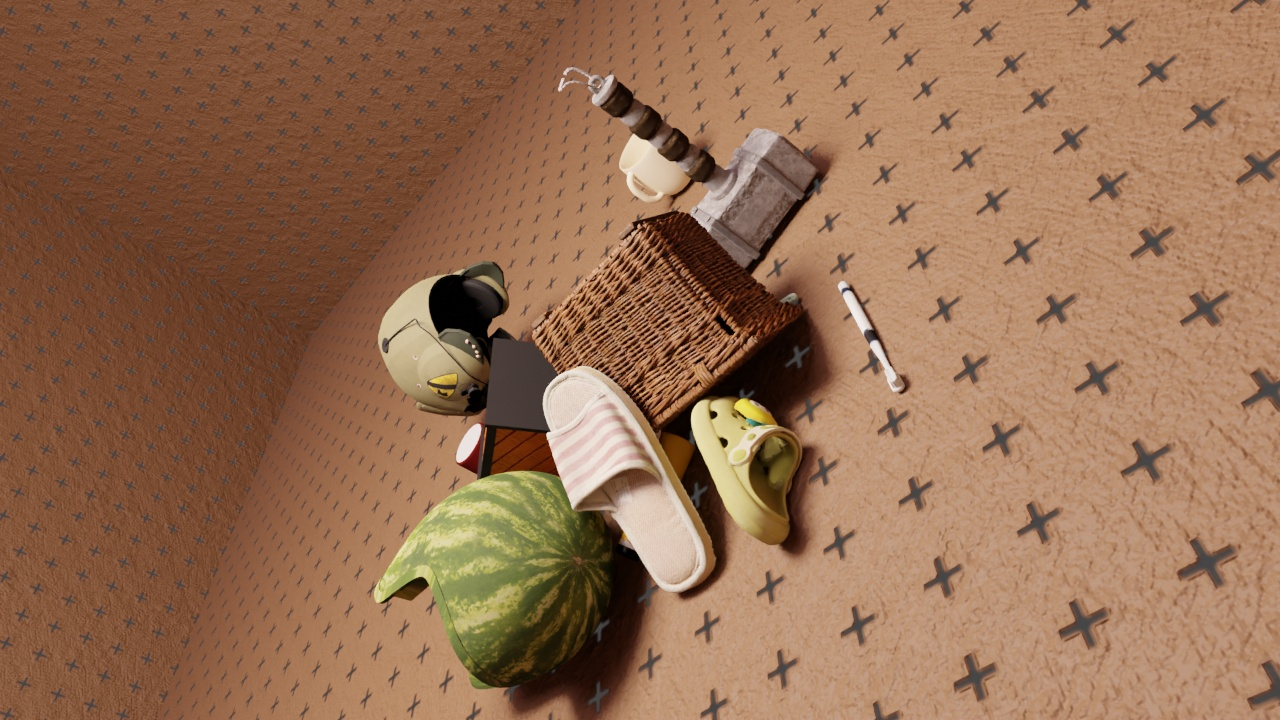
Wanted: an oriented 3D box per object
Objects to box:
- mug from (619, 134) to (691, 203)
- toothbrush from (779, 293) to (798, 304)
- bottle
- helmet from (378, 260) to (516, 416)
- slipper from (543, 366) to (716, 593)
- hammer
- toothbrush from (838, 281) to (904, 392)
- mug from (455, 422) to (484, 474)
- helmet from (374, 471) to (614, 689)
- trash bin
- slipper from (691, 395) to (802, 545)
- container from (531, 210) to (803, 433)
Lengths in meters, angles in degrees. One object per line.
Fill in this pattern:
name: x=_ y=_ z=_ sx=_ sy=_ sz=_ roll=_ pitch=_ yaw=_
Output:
mug: x=0.030 y=-0.303 z=1.449 sx=0.096 sy=0.099 sz=0.120 roll=5 pitch=67 yaw=59
toothbrush: x=0.126 y=-0.035 z=1.077 sx=0.155 sy=0.015 sz=0.022 roll=-38 pitch=66 yaw=36
bottle: x=0.014 y=0.154 z=1.030 sx=0.043 sy=0.043 sz=0.143 roll=-2 pitch=59 yaw=60
helmet: x=-0.291 y=-0.019 z=1.490 sx=0.234 sy=0.255 sz=0.249 roll=-34 pitch=32 yaw=33
slipper: x=-0.023 y=0.124 z=0.944 sx=0.115 sy=0.052 sz=0.263 roll=-45 pitch=71 yaw=30
hammer: x=0.046 y=-0.255 z=1.105 sx=0.177 sy=0.326 sz=0.079 roll=-53 pitch=26 yaw=8
toothbrush: x=0.223 y=-0.030 z=0.900 sx=0.012 sy=0.017 sz=0.186 roll=-27 pitch=33 yaw=12
mug: x=-0.224 y=0.146 z=1.410 sx=0.106 sy=0.082 sz=0.073 roll=-5 pitch=56 yaw=59
helmet: x=-0.142 y=0.236 z=1.014 sx=0.248 sy=0.213 sz=0.242 roll=-15 pitch=30 yaw=51
trash bin: x=-0.127 y=0.089 z=1.150 sx=0.139 sy=0.139 sz=0.172 roll=-93 pitch=14 yaw=-44
slipper: x=0.110 y=0.090 z=0.887 sx=0.082 sy=0.091 sz=0.190 roll=-44 pitch=32 yaw=21
container: x=0.017 y=-0.035 z=1.014 sx=0.251 sy=0.183 sz=0.161 roll=-41 pitch=-5 yaw=30
